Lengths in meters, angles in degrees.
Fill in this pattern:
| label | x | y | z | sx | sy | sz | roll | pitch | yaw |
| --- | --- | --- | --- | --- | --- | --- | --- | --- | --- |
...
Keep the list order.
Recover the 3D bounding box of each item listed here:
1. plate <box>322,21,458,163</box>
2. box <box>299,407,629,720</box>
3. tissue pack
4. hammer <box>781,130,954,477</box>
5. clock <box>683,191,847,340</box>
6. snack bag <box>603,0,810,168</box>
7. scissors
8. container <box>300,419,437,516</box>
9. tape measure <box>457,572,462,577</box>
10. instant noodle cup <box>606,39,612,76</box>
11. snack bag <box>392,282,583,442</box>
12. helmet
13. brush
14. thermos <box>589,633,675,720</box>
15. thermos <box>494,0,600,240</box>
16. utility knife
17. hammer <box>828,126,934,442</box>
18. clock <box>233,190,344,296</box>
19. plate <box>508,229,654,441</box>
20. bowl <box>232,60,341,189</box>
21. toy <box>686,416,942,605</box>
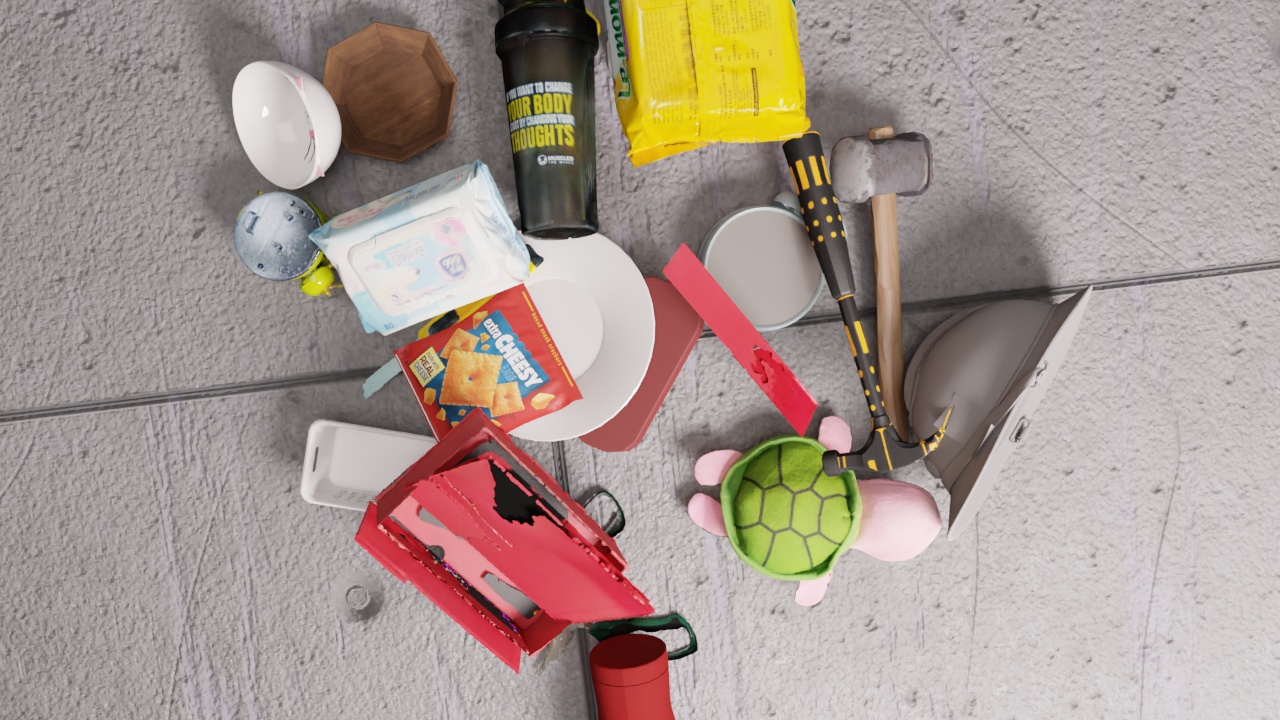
| label | x | y | z | sx | sy | sz | roll | pitch | yaw |
| --- | --- | --- | --- | --- | --- | --- | --- | --- | --- |
| plate | -0.237 | -0.253 | 0.873 | 0.131 | 0.025 | 0.131 | 0 | 95 | -2 |
| box | -0.209 | 0.281 | 0.763 | 0.214 | 0.172 | 0.476 | 49 | 51 | -22 |
| tissue pack | -0.198 | -0.098 | 0.832 | 0.182 | 0.069 | 0.112 | -20 | 122 | 10 |
| hammer | 0.188 | -0.058 | 0.827 | 0.123 | 0.036 | 0.320 | -18 | 81 | 27 |
| clock | 0.127 | -0.096 | 0.889 | 0.159 | 0.045 | 0.122 | -36 | 96 | 1 |
| snack bag | 0.050 | -0.288 | 0.736 | 0.159 | 0.068 | 0.247 | -8 | 95 | -3 |
| scissors | -0.038 | 0.226 | 0.924 | 0.201 | 0.015 | 0.204 | 3 | 95 | -4 |
| container | -0.254 | 0.102 | 0.888 | 0.129 | 0.049 | 0.081 | 10 | 94 | -3 |
| tape measure | -0.148 | 0.216 | 0.909 | 0.062 | 0.034 | 0.061 | -38 | 91 | 11 |
| instant noodle cup | 0.032 | -0.295 | 0.831 | 0.123 | 0.121 | 0.123 | 0 | 94 | -2 |
| snack bag | -0.144 | 0.012 | 0.859 | 0.144 | 0.039 | 0.130 | -29 | 81 | 8 |
| helmet | 0.309 | 0.026 | 0.862 | 0.118 | 0.183 | 0.271 | 30 | 79 | 26 |
| brush | -0.005 | 0.005 | 0.886 | 0.082 | 0.042 | 0.173 | 30 | 93 | 14 |
| thermos | -0.005 | 0.379 | 0.886 | 0.084 | 0.107 | 0.198 | -4 | 99 | 18 |
| thermos | -0.080 | -0.225 | 0.840 | 0.098 | 0.098 | 0.221 | -5 | 88 | -2 |
| utility knife | -0.185 | -0.035 | 0.888 | 0.225 | 0.019 | 0.030 | -39 | 68 | 10 |
| hammer | 0.240 | -0.058 | 0.888 | 0.097 | 0.052 | 0.328 | -12 | 102 | -32 |
| clock | -0.321 | -0.110 | 0.866 | 0.119 | 0.057 | 0.083 | 27 | 92 | -3 |
| plate | -0.086 | -0.027 | 0.878 | 0.209 | 0.015 | 0.208 | -1 | 85 | 15 |
| bowl | -0.317 | -0.220 | 0.845 | 0.115 | 0.050 | 0.115 | 17 | 122 | 29 |
| toy | 0.165 | 0.146 | 0.890 | 0.238 | 0.088 | 0.190 | 11 | 86 | 4 |
